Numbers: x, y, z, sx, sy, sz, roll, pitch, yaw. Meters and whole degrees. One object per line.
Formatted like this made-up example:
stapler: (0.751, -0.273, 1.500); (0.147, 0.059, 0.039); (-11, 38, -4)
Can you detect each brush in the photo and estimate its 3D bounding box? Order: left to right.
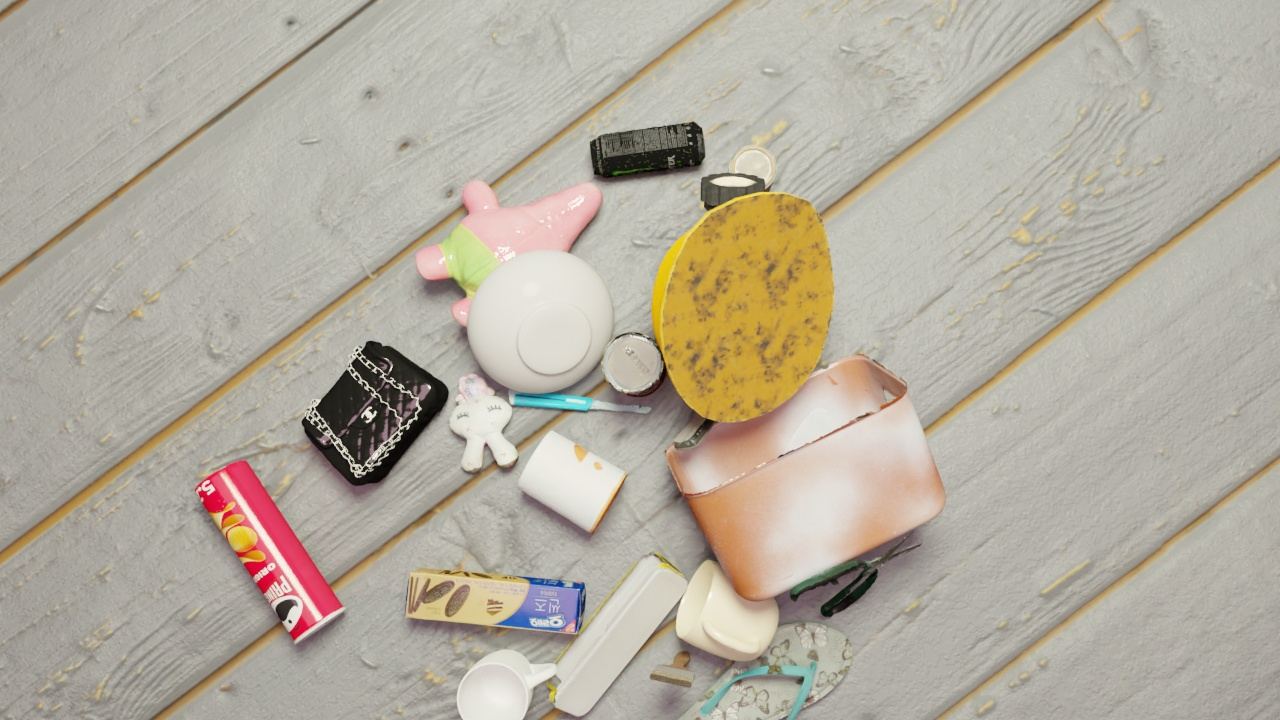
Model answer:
brush: (0.044, 0.345, 1.035); (0.045, 0.143, 0.008); (9, 85, 11)

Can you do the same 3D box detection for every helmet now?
helmet: (0.091, -0.072, 0.998); (0.205, 0.131, 0.256); (-11, 117, -22)

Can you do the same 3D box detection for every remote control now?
remote control: (0.081, 0.061, 1.065); (0.033, 0.136, 0.013); (-12, 113, 40)

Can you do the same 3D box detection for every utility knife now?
utility knife: (-0.075, 0.051, 1.124); (0.176, 0.015, 0.022); (4, 61, 1)

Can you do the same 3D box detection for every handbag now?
handbag: (-0.325, 0.059, 1.084); (0.125, 0.114, 0.154); (39, 93, 6)

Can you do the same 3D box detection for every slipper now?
slipper: (0.129, 0.398, 1.075); (0.269, 0.055, 0.098); (-36, 83, 1)

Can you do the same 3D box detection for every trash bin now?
trash bin: (0.179, 0.130, 1.013); (0.260, 0.181, 0.157); (-26, 105, 0)

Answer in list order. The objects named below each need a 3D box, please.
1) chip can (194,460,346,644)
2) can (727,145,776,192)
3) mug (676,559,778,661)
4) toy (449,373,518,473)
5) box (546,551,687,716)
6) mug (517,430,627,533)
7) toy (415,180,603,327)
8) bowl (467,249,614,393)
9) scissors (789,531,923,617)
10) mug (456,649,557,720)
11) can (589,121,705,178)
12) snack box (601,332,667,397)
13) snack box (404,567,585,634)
chip can: (-0.444, 0.228, 1.100); (0.069, 0.069, 0.220); (-36, 85, 0)
can: (0.125, -0.206, 1.069); (0.054, 0.135, 0.054); (0, 86, 1)
mug: (0.107, 0.297, 1.047); (0.099, 0.120, 0.096); (26, 102, -7)
toy: (-0.194, 0.076, 1.115); (0.079, 0.038, 0.122); (-16, 83, 8)
box: (-0.028, 0.324, 1.087); (0.067, 0.070, 0.210); (40, 88, -17)
mug: (-0.080, 0.142, 1.083); (0.105, 0.082, 0.082); (30, 88, 5)
toy: (-0.144, -0.140, 1.101); (0.236, 0.097, 0.192); (-36, 95, -9)
bowl: (-0.107, -0.035, 1.060); (0.176, 0.066, 0.177); (-9, 116, -19)
scissors: (0.222, 0.247, 1.007); (0.201, 0.204, 0.015); (-12, 56, -28)
mug: (-0.148, 0.375, 1.069); (0.114, 0.087, 0.081); (-22, 86, 1)
can: (0.009, -0.256, 1.117); (0.138, 0.054, 0.054); (-7, 86, 2)
snack box: (-0.006, 0.006, 1.068); (0.072, 0.121, 0.072); (0, 87, 3)
snack box: (-0.170, 0.283, 1.091); (0.207, 0.056, 0.057); (4, 86, 3)
